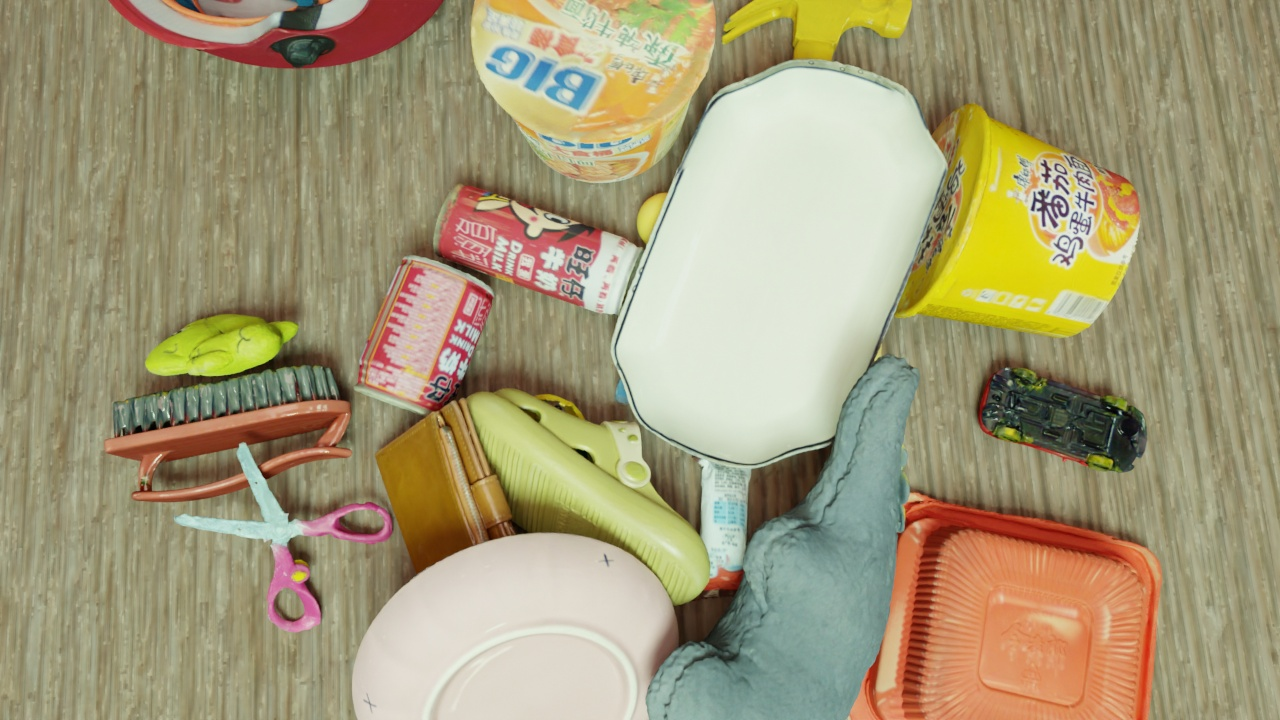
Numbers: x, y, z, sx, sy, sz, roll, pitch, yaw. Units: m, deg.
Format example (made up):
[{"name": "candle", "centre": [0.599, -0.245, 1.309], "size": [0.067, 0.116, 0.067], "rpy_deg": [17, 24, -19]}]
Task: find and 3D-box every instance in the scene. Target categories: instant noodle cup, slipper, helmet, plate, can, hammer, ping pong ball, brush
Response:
[{"name": "instant noodle cup", "centre": [-0.028, -0.194, 0.610], "size": [0.151, 0.111, 0.151], "rpy_deg": [0, 80, 1]}, {"name": "instant noodle cup", "centre": [0.233, -0.080, 0.582], "size": [0.110, 0.138, 0.138], "rpy_deg": [15, 80, -5]}, {"name": "slipper", "centre": [-0.030, 0.078, 0.587], "size": [0.190, 0.092, 0.081], "rpy_deg": [33, 47, 13]}, {"name": "helmet", "centre": [-0.223, -0.288, 0.617], "size": [0.240, 0.144, 0.207], "rpy_deg": [-24, 80, 11]}, {"name": "plate", "centre": [-0.065, 0.188, 0.526], "size": [0.192, 0.039, 0.193], "rpy_deg": [-7, 116, -14]}, {"name": "can", "centre": [-0.068, -0.074, 0.619], "size": [0.133, 0.053, 0.053], "rpy_deg": [19, 81, 4]}, {"name": "instant noodle cup", "centre": [0.226, 0.172, 0.561], "size": [0.189, 0.079, 0.164], "rpy_deg": [10, 76, 7]}, {"name": "plate", "centre": [0.087, -0.062, 0.587], "size": [0.162, 0.034, 0.265], "rpy_deg": [20, 87, 16]}, {"name": "hammer", "centre": [0.106, -0.128, 0.637], "size": [0.129, 0.033, 0.300], "rpy_deg": [9, 80, 3]}, {"name": "can", "centre": [-0.142, -0.013, 0.603], "size": [0.066, 0.066, 0.093], "rpy_deg": [19, 81, 4]}, {"name": "ping pong ball", "centre": [0.018, -0.094, 0.628], "size": [0.040, 0.040, 0.040], "rpy_deg": [0, 80, 1]}, {"name": "brush", "centre": [-0.260, 0.049, 0.597], "size": [0.146, 0.063, 0.069], "rpy_deg": [-12, 78, -3]}]

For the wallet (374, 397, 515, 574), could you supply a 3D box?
[{"name": "wallet", "centre": [-0.115, 0.099, 0.568], "size": [0.035, 0.119, 0.130], "rpy_deg": [-12, 76, -47]}]

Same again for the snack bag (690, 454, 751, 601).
[{"name": "snack bag", "centre": [0.055, 0.104, 0.601], "size": [0.048, 0.026, 0.104], "rpy_deg": [0, 79, -6]}]

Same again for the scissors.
[{"name": "scissors", "centre": [-0.221, 0.109, 0.588], "size": [0.130, 0.017, 0.133], "rpy_deg": [-21, 107, -15]}]

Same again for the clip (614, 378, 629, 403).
[{"name": "clip", "centre": [-0.003, 0.002, 0.624], "size": [0.027, 0.043, 0.058], "rpy_deg": [4, 76, 3]}]

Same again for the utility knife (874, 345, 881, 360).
[{"name": "utility knife", "centre": [0.154, -0.005, 0.625], "size": [0.031, 0.020, 0.190], "rpy_deg": [-11, 83, 27]}]

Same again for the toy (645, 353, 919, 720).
[{"name": "toy", "centre": [0.079, 0.170, 0.533], "size": [0.091, 0.138, 0.356], "rpy_deg": [26, 82, 35]}]

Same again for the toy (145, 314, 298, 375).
[{"name": "toy", "centre": [-0.274, -0.010, 0.601], "size": [0.096, 0.100, 0.031], "rpy_deg": [-21, 112, -20]}]

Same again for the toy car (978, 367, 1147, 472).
[{"name": "toy car", "centre": [0.278, 0.041, 0.606], "size": [0.106, 0.031, 0.049], "rpy_deg": [17, 81, 5]}]
